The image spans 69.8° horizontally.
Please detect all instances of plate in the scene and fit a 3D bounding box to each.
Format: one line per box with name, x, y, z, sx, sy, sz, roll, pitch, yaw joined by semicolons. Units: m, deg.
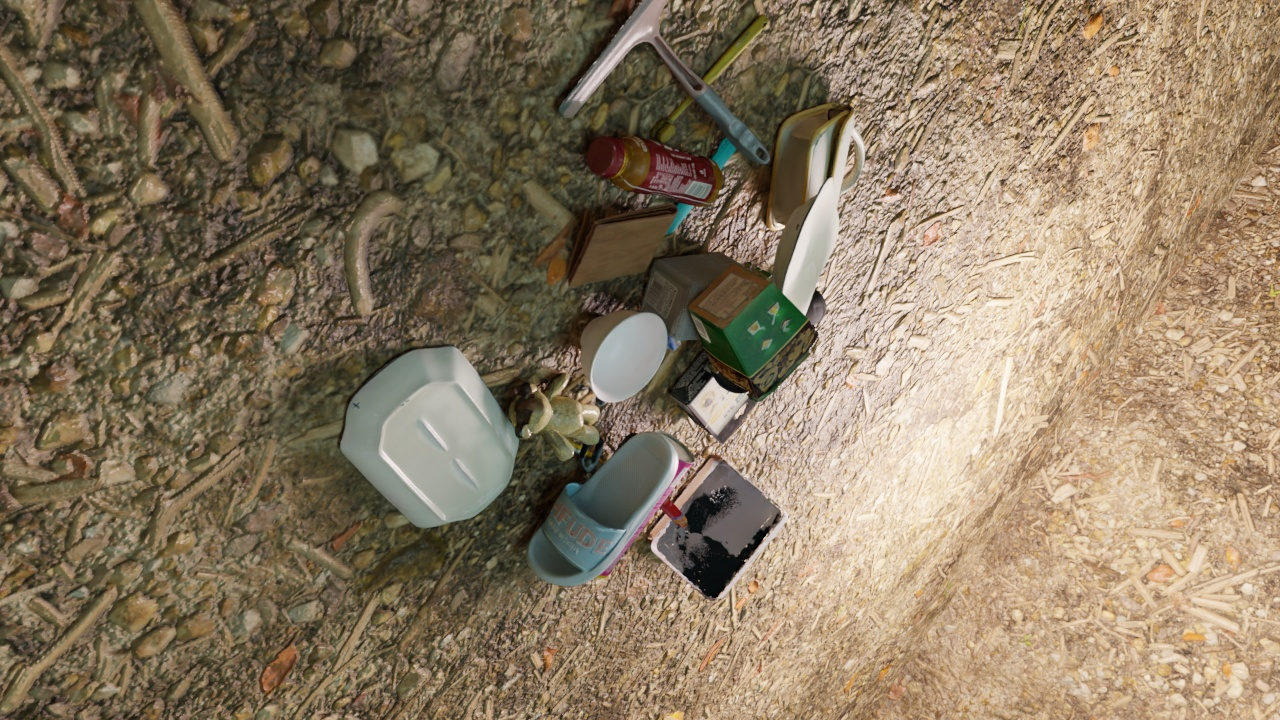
plate;0.202;-0.136;1.146;0.163;0.034;0.164;-66;157;-12
plate;-0.215;0.096;1.000;0.161;0.034;0.266;-42;142;-16

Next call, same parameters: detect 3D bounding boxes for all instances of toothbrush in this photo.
toothbrush;-0.073;0.113;1.183;0.018;0.016;0.191;-39;145;10
toothbrush;0.079;-0.310;1.011;0.190;0.016;0.016;-48;143;-7

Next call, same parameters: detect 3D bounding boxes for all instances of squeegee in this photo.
squeegee;0.062;-0.289;0.974;0.247;0.040;0.249;-52;130;2

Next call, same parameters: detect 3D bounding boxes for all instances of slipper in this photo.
slipper;-0.052;0.187;1.163;0.245;0.104;0.074;-47;150;5

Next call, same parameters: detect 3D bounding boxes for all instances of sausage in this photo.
sausage;0.023;0.192;1.303;0.020;0.020;0.156;-47;117;-9

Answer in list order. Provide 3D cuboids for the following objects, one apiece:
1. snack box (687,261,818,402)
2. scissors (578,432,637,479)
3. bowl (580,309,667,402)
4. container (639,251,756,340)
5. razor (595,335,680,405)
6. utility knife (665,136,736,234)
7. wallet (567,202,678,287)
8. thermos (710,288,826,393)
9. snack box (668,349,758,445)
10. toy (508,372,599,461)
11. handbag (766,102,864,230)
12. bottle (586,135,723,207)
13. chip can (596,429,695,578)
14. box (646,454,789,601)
snack box;0.121;-0.041;1.064;0.117;0.118;0.105;-45;126;-7
scissors;-0.062;0.155;1.216;0.159;0.014;0.175;-32;146;-11
bowl;-0.033;-0.017;1.084;0.118;0.065;0.118;-29;137;-31
container;0.070;-0.078;1.129;0.114;0.090;0.090;-9;124;-41
razor;-0.007;0.007;1.166;0.142;0.022;0.043;-43;137;-17
utility knife;0.071;-0.211;1.087;0.157;0.013;0.029;-53;141;3
wallet;-0.021;-0.127;1.021;0.115;0.020;0.101;-17;152;-36
thermos;0.176;-0.045;1.254;0.241;0.069;0.090;-38;105;-49
snack box;0.113;0.041;1.300;0.113;0.053;0.125;-49;143;-7
toy;-0.097;0.068;1.093;0.157;0.066;0.105;19;71;-57
handbag;0.250;-0.255;1.213;0.178;0.063;0.164;-30;139;-34
bottle;0.017;-0.206;0.992;0.174;0.057;0.057;2;117;-48
chip can;-0.013;0.195;1.246;0.071;0.071;0.211;17;113;-52
box;0.120;0.263;1.427;0.183;0.156;0.193;-50;160;-1
